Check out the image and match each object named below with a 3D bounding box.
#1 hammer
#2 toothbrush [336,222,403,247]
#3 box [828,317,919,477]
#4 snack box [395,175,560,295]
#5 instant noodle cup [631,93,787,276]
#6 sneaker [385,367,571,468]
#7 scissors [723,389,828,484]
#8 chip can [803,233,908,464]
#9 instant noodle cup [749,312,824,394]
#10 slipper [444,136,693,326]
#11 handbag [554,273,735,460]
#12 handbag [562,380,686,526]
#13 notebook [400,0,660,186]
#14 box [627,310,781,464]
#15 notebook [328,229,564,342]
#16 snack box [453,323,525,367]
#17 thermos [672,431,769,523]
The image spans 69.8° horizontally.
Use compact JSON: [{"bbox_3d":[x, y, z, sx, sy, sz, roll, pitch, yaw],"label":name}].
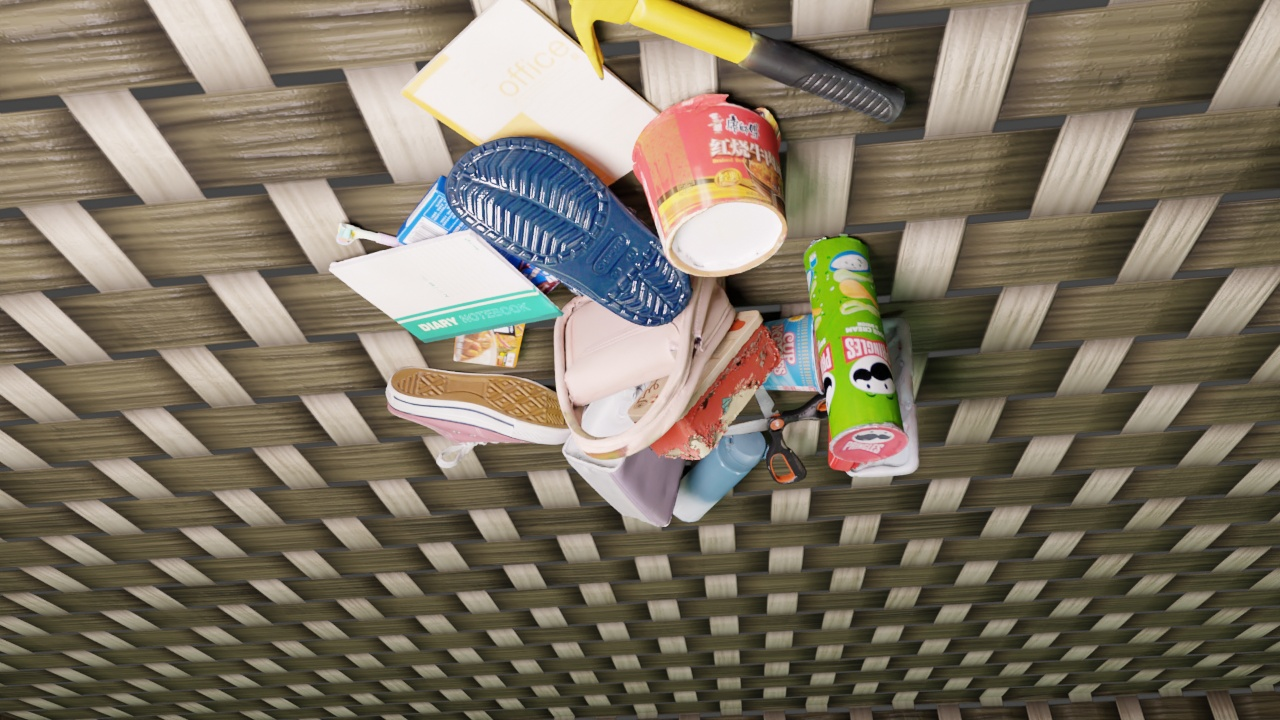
[{"bbox_3d":[0.084,-0.251,0.741,0.300,0.032,0.129,13,144,-21],"label":"hammer"},{"bbox_3d":[-0.217,-0.111,0.954,0.189,0.020,0.029,12,141,-20],"label":"toothbrush"},{"bbox_3d":[0.261,0.028,1.014,0.100,0.201,0.095,6,149,2],"label":"box"},{"bbox_3d":[-0.156,-0.113,0.924,0.157,0.026,0.085,30,134,-25],"label":"snack box"},{"bbox_3d":[0.066,-0.147,0.817,0.138,0.108,0.138,-6,151,-4],"label":"instant noodle cup"},{"bbox_3d":[-0.201,0.074,1.160,0.241,0.118,0.088,10,128,-7],"label":"sneaker"},{"bbox_3d":[0.196,0.086,1.212,0.221,0.021,0.233,-22,131,2],"label":"scissors"},{"bbox_3d":[0.210,-0.017,0.916,0.072,0.235,0.072,-1,146,-1],"label":"chip can"},{"bbox_3d":[0.155,-0.005,1.069,0.110,0.099,0.099,-5,147,19],"label":"instant noodle cup"},{"bbox_3d":[-0.061,-0.124,0.865,0.252,0.095,0.105,31,94,-19],"label":"slipper"},{"bbox_3d":[-0.006,0.006,0.943,0.194,0.233,0.093,-23,123,26],"label":"handbag"},{"bbox_3d":[-0.008,0.111,1.187,0.098,0.144,0.197,18,158,29],"label":"handbag"},{"bbox_3d":[-0.083,-0.218,0.805,0.146,0.010,0.206,-27,139,34],"label":"notebook"},{"bbox_3d":[0.075,0.030,0.969,0.091,0.168,0.077,-2,129,51],"label":"box"},{"bbox_3d":[-0.204,-0.073,0.959,0.210,0.012,0.150,-8,145,34],"label":"notebook"},{"bbox_3d":[-0.170,-0.046,1.048,0.075,0.026,0.154,6,145,-12],"label":"snack box"},{"bbox_3d":[0.112,0.168,1.347,0.070,0.070,0.221,12,144,-19],"label":"thermos"}]
